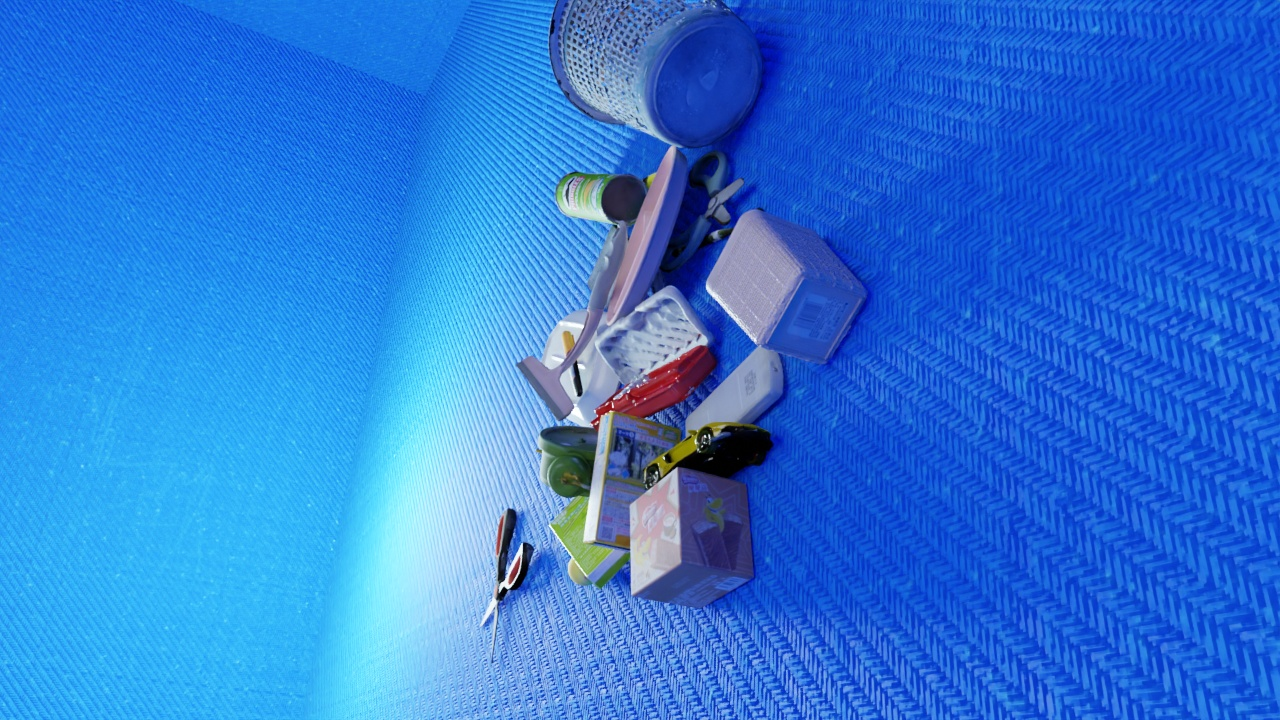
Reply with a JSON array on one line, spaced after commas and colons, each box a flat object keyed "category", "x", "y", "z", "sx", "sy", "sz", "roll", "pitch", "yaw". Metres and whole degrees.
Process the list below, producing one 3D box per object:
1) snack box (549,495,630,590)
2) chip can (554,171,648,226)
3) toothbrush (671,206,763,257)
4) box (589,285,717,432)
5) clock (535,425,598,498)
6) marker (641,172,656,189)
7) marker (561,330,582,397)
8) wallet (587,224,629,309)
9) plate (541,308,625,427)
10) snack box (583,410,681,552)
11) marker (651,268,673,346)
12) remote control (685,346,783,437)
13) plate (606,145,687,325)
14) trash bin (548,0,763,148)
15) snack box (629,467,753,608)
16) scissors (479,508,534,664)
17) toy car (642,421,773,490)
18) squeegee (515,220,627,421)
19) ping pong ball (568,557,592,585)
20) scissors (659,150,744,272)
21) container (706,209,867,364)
[{"category": "snack box", "x": -0.049, "y": 0.194, "z": 1.053, "sx": 0.085, "sy": 0.026, "sz": 0.156, "roll": -46, "pitch": 24, "yaw": -7}, {"category": "chip can", "x": -0.059, "y": -0.234, "z": 1.314, "sx": 0.236, "sy": 0.072, "sz": 0.072, "roll": 29, "pitch": 102, "yaw": 67}, {"category": "toothbrush", "x": 0.084, "y": -0.142, "z": 1.033, "sx": 0.186, "sy": 0.012, "sz": 0.017, "roll": -13, "pitch": 58, "yaw": 63}, {"category": "box", "x": -0.004, "y": 0.004, "z": 1.023, "sx": 0.102, "sy": 0.100, "sz": 0.202, "roll": -43, "pitch": 7, "yaw": -32}, {"category": "clock", "x": -0.058, "y": 0.121, "z": 1.056, "sx": 0.161, "sy": 0.116, "sz": 0.056, "roll": -147, "pitch": 64, "yaw": -69}, {"category": "marker", "x": 0.009, "y": -0.241, "z": 1.253, "sx": 0.124, "sy": 0.015, "sz": 0.018, "roll": -178, "pitch": 89, "yaw": -68}, {"category": "marker", "x": -0.090, "y": 0.004, "z": 1.228, "sx": 0.018, "sy": 0.015, "sz": 0.123, "roll": -56, "pitch": 32, "yaw": 31}, {"category": "wallet", "x": -0.040, "y": -0.133, "z": 1.289, "sx": 0.097, "sy": 0.019, "sz": 0.121, "roll": -65, "pitch": 24, "yaw": 15}, {"category": "plate", "x": -0.089, "y": 0.004, "z": 1.286, "sx": 0.266, "sy": 0.034, "sz": 0.162, "roll": 18, "pitch": 92, "yaw": 66}, {"category": "snack box", "x": -0.007, "y": 0.131, "z": 0.968, "sx": 0.034, "sy": 0.087, "sz": 0.140, "roll": -23, "pitch": 55, "yaw": 60}, {"category": "marker", "x": 0.026, "y": -0.068, "z": 1.106, "sx": 0.017, "sy": 0.017, "sz": 0.145, "roll": -56, "pitch": 30, "yaw": 35}, {"category": "remote control", "x": 0.089, "y": 0.046, "z": 0.893, "sx": 0.150, "sy": 0.021, "sz": 0.058, "roll": -49, "pitch": 34, "yaw": 44}, {"category": "plate", "x": 0.010, "y": -0.147, "z": 1.110, "sx": 0.229, "sy": 0.028, "sz": 0.229, "roll": -162, "pitch": 92, "yaw": -82}, {"category": "trash bin", "x": 0.032, "y": -0.349, "z": 1.063, "sx": 0.195, "sy": 0.226, "sz": 0.227, "roll": 53, "pitch": 124, "yaw": 46}, {"category": "snack box", "x": 0.044, "y": 0.165, "z": 0.848, "sx": 0.093, "sy": 0.077, "sz": 0.094, "roll": -46, "pitch": 36, "yaw": 47}, {"category": "scissors", "x": -0.197, "y": 0.322, "z": 1.346, "sx": 0.222, "sy": 0.021, "sz": 0.233, "roll": 133, "pitch": 145, "yaw": -53}, {"category": "toy car", "x": 0.063, "y": 0.092, "z": 0.864, "sx": 0.156, "sy": 0.071, "sz": 0.041, "roll": -42, "pitch": 43, "yaw": 46}, {"category": "squeegee", "x": -0.067, "y": -0.063, "z": 1.188, "sx": 0.250, "sy": 0.040, "sz": 0.247, "roll": -63, "pitch": 24, "yaw": 7}, {"category": "ping pong ball", "x": -0.065, "y": 0.245, "z": 1.079, "sx": 0.040, "sy": 0.040, "sz": 0.040, "roll": -44, "pitch": 38, "yaw": 48}, {"category": "scissors", "x": 0.072, "y": -0.186, "z": 1.061, "sx": 0.171, "sy": 0.019, "sz": 0.180, "roll": -39, "pitch": 34, "yaw": 51}, {"category": "container", "x": 0.128, "y": -0.061, "z": 0.799, "sx": 0.090, "sy": 0.089, "sz": 0.111, "roll": -63, "pitch": 30, "yaw": 23}]
